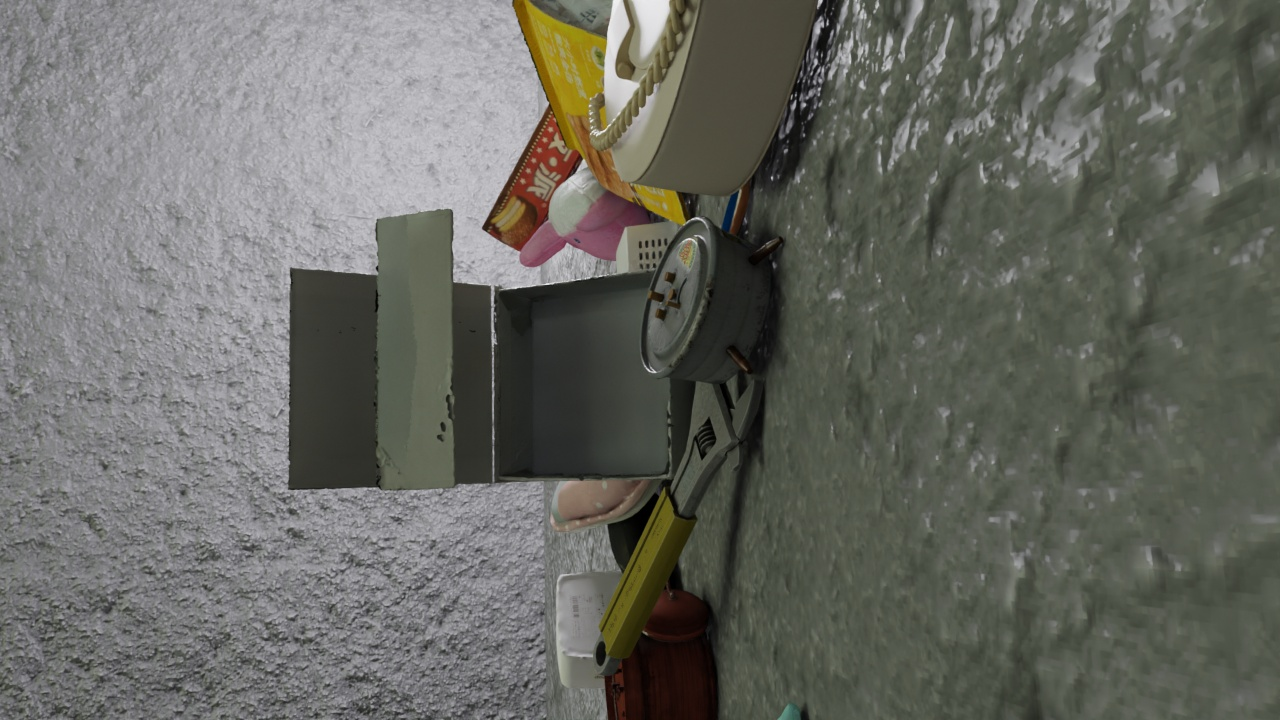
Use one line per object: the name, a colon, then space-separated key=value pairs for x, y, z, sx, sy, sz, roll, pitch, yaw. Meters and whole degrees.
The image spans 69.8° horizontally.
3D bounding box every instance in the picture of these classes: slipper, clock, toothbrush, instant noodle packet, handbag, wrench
slipper: x=-0.038 y=0.101 z=0.868 sx=0.275 sy=0.054 sz=0.114 roll=-42 pitch=28 yaw=56
clock: x=0.033 y=-0.035 z=0.586 sx=0.148 sy=0.056 sz=0.104 roll=176 pitch=109 yaw=-71
toothbrush: x=0.057 y=-0.066 z=0.625 sx=0.021 sy=0.017 sz=0.135 roll=-106 pitch=18 yaw=-53
instant noodle packet: x=-0.020 y=-0.225 z=0.790 sx=0.221 sy=0.084 sz=0.163 roll=56 pitch=169 yaw=49
handbag: x=0.041 y=-0.206 z=0.535 sx=0.210 sy=0.103 sz=0.209 roll=-100 pitch=22 yaw=-46
wrench: x=0.019 y=0.111 z=0.631 sx=0.274 sy=0.018 sz=0.083 roll=-66 pitch=27 yaw=23
clock: x=0.013 y=0.240 z=0.727 sx=0.121 sy=0.072 sz=0.157 roll=121 pitch=147 yaw=-72

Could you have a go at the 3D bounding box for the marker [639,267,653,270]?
marker: x=-0.003 y=-0.080 z=0.961 sx=0.126 sy=0.025 sz=0.025 roll=129 pitch=140 yaw=-75

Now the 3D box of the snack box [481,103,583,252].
snack box: x=-0.098 y=-0.242 z=1.066 sx=0.236 sy=0.060 sz=0.113 roll=-59 pitch=6 yaw=11

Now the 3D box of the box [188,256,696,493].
box: x=-0.136 y=0.014 z=0.711 sx=0.150 sy=0.368 sz=0.166 roll=149 pitch=120 yaw=-76

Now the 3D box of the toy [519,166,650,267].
toy: x=-0.038 y=-0.147 z=0.986 sx=0.187 sy=0.128 sz=0.265 roll=-46 pitch=14 yaw=3

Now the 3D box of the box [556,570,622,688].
box: x=-0.031 y=0.271 z=0.887 sx=0.124 sy=0.108 sz=0.137 roll=-101 pitch=15 yaw=-51

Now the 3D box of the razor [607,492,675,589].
razor: x=0.006 y=0.173 z=0.853 sx=0.064 sy=0.053 sz=0.140 roll=-59 pitch=27 yaw=20

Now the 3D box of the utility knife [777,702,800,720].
utility knife: x=0.075 y=0.233 z=0.536 sx=0.129 sy=0.015 sz=0.022 roll=99 pitch=171 yaw=-50

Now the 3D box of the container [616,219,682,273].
container: x=0.008 y=-0.061 z=0.815 sx=0.081 sy=0.049 sz=0.129 roll=122 pitch=147 yaw=-73
